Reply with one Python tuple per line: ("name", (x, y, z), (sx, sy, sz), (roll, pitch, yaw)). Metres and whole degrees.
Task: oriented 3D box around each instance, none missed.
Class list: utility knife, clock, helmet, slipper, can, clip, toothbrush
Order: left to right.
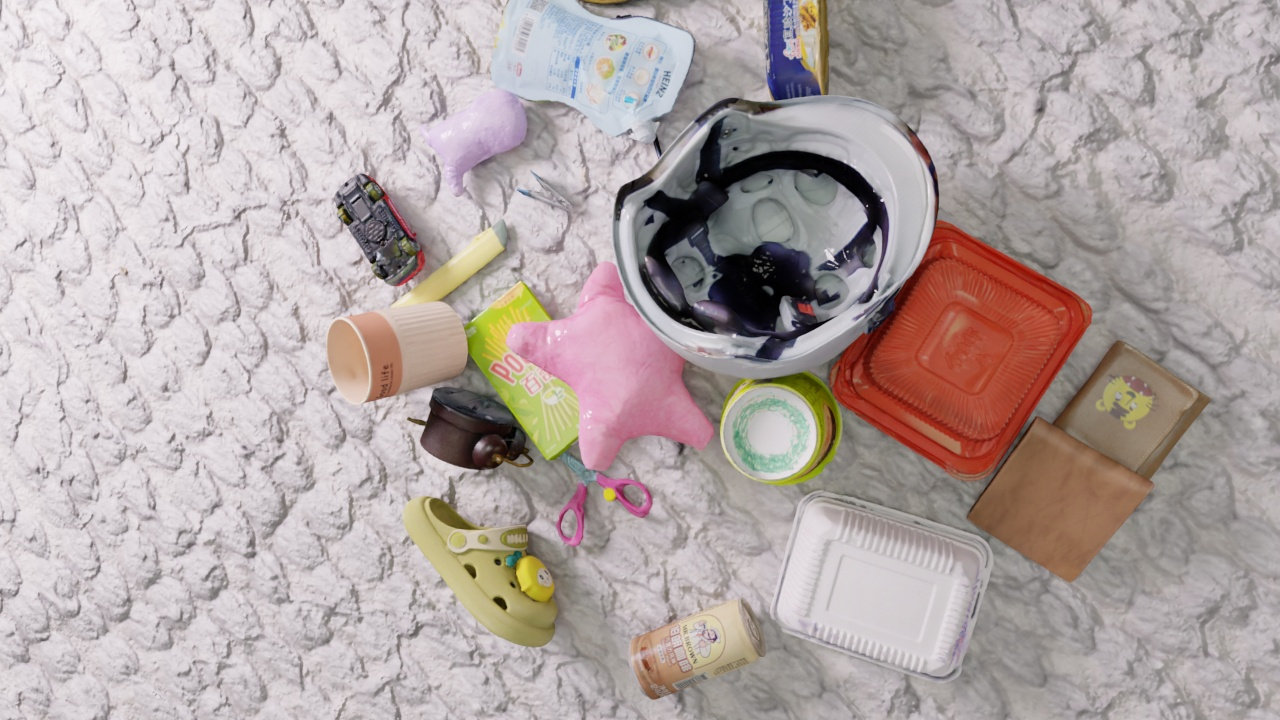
("utility knife", (-0.205, -0.077, 0.917), (0.188, 0.020, 0.031), (-34, 78, 5))
("clock", (-0.156, 0.070, 0.874), (0.122, 0.082, 0.055), (25, 100, 13))
("slipper", (-0.143, 0.186, 0.869), (0.190, 0.091, 0.081), (43, 97, 13))
("clip", (-0.089, -0.160, 0.886), (0.058, 0.027, 0.045), (33, 90, 11))
("toothbrush", (0.008, -0.239, 0.868), (0.018, 0.014, 0.189), (-16, 87, 4))
("can", (0.051, 0.262, 0.836), (0.116, 0.058, 0.058), (-26, 84, 12))
("helmet", (0.113, -0.090, 0.771), (0.258, 0.146, 0.229), (-37, 70, -8))
("can", (0.137, -0.302, 0.806), (0.049, 0.074, 0.148), (-2, 89, 17))

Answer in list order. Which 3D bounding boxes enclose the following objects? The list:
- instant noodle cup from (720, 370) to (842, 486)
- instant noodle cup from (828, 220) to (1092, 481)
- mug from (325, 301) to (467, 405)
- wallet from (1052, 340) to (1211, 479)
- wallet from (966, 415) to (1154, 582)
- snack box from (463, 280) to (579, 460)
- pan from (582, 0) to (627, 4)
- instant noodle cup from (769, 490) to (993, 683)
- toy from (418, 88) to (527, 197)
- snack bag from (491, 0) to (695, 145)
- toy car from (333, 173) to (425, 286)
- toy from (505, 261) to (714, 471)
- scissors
("instant noodle cup", (0.115, 0.059, 0.786), (0.112, 0.123, 0.111), (0, 90, 13))
("instant noodle cup", (0.267, -0.008, 0.773), (0.164, 0.079, 0.189), (31, 97, 11))
("mug", (-0.237, -0.003, 0.877), (0.115, 0.105, 0.081), (-36, 75, 47))
("wallet", (0.402, 0.053, 0.765), (0.090, 0.033, 0.115), (37, 95, 12))
("wallet", (0.344, 0.117, 0.762), (0.101, 0.020, 0.115), (34, 122, 17))
("snack box", (-0.100, 0.010, 0.883), (0.086, 0.026, 0.156), (-38, 80, 5))
("pan", (0.052, -0.438, 0.841), (0.358, 0.078, 0.197), (0, 93, 20))
("instant noodle cup", (0.208, 0.200, 0.798), (0.173, 0.060, 0.138), (16, 94, 12))
("toy", (-0.158, -0.219, 0.895), (0.108, 0.039, 0.084), (-27, 85, 13))
("snack bag", (-0.047, -0.279, 0.860), (0.191, 0.038, 0.110), (25, 100, 16))
("toy car", (-0.257, -0.129, 0.916), (0.053, 0.045, 0.120), (-35, 77, 13))
("toy", (-0.005, 0.005, 0.829), (0.178, 0.075, 0.194), (-34, 80, -15))
("scissors", (-0.053, 0.119, 0.883), (0.133, 0.017, 0.131), (37, 97, 15))
